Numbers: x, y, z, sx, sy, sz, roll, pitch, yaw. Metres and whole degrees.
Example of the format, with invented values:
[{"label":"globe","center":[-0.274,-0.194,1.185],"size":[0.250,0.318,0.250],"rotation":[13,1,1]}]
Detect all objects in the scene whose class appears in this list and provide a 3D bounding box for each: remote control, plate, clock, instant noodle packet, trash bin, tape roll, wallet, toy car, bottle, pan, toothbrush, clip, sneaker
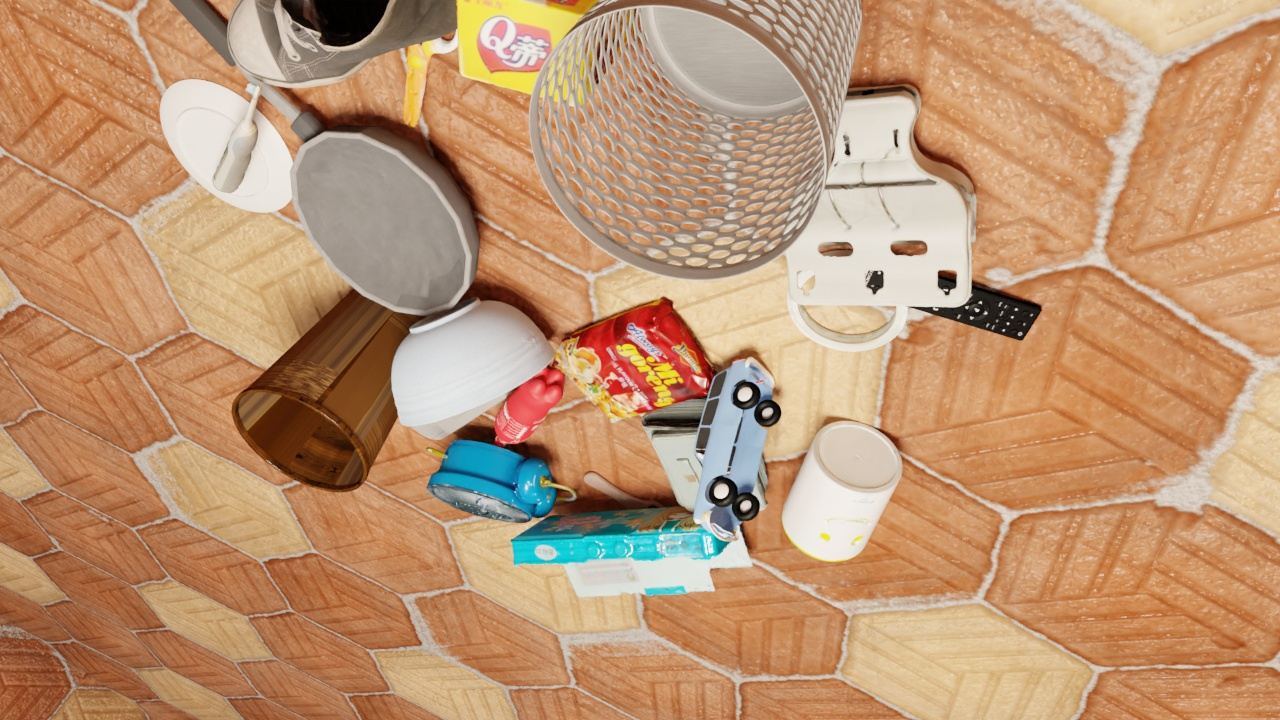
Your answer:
[{"label":"remote control","center":[-0.204,0.036,0.962],"size":[0.074,0.019,0.151],"rotation":[42,134,-18]},{"label":"plate","center":[-0.374,-0.187,0.824],"size":[0.135,0.011,0.135],"rotation":[13,136,13]},{"label":"clock","center":[-0.148,0.134,0.985],"size":[0.161,0.060,0.117],"rotation":[12,157,3]},{"label":"instant noodle packet","center":[-0.005,0.005,0.826],"size":[0.136,0.039,0.098],"rotation":[-19,118,36]},{"label":"trash bin","center":[0.044,-0.164,0.527],"size":[0.156,0.182,0.157],"rotation":[13,136,12]},{"label":"tape roll","center":[0.161,-0.045,0.716],"size":[0.093,0.013,0.093],"rotation":[13,136,13]},{"label":"wallet","center":[0.064,0.094,0.877],"size":[0.100,0.054,0.132],"rotation":[-1,136,27]},{"label":"toy car","center":[0.076,0.074,0.774],"size":[0.055,0.153,0.056],"rotation":[3,159,36]},{"label":"bottle","center":[-0.117,0.052,0.921],"size":[0.042,0.041,0.142],"rotation":[33,137,-9]},{"label":"pan","center":[-0.267,-0.186,0.757],"size":[0.179,0.041,0.357],"rotation":[-25,113,43]},{"label":"toothbrush","center":[-0.327,-0.179,0.750],"size":[0.024,0.022,0.186],"rotation":[39,151,-18]},{"label":"remote control","center":[0.222,-0.047,0.675],"size":[0.140,0.009,0.030],"rotation":[17,127,-1]},{"label":"clip","center":[0.163,-0.113,0.628],"size":[0.127,0.104,0.152],"rotation":[1,101,22]},{"label":"sneaker","center":[-0.214,-0.235,0.609],"size":[0.235,0.119,0.095],"rotation":[-1,111,27]}]

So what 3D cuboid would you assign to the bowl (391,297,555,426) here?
[{"label":"bowl","center":[-0.159,-0.009,0.816],"size":[0.151,0.150,0.075],"rotation":[-13,107,34]}]

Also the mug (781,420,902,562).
[{"label":"mug","center":[0.179,0.118,0.820],"size":[0.082,0.082,0.106],"rotation":[18,137,7]}]

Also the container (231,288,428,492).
[{"label":"container","center":[-0.276,0.017,0.867],"size":[0.132,0.166,0.132],"rotation":[13,136,13]}]

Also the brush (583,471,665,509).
[{"label":"brush","center":[-0.005,0.163,0.999],"size":[0.135,0.015,0.050],"rotation":[33,136,-9]}]

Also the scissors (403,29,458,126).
[{"label":"scissors","center":[-0.164,-0.225,0.690],"size":[0.065,0.013,0.129],"rotation":[24,137,3]}]

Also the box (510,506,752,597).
[{"label":"box","center":[-0.002,0.197,0.977],"size":[0.228,0.084,0.171],"rotation":[-8,152,23]}]

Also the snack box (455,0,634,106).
[{"label":"snack box","center":[-0.057,-0.219,0.576],"size":[0.083,0.105,0.061],"rotation":[17,137,9]}]
